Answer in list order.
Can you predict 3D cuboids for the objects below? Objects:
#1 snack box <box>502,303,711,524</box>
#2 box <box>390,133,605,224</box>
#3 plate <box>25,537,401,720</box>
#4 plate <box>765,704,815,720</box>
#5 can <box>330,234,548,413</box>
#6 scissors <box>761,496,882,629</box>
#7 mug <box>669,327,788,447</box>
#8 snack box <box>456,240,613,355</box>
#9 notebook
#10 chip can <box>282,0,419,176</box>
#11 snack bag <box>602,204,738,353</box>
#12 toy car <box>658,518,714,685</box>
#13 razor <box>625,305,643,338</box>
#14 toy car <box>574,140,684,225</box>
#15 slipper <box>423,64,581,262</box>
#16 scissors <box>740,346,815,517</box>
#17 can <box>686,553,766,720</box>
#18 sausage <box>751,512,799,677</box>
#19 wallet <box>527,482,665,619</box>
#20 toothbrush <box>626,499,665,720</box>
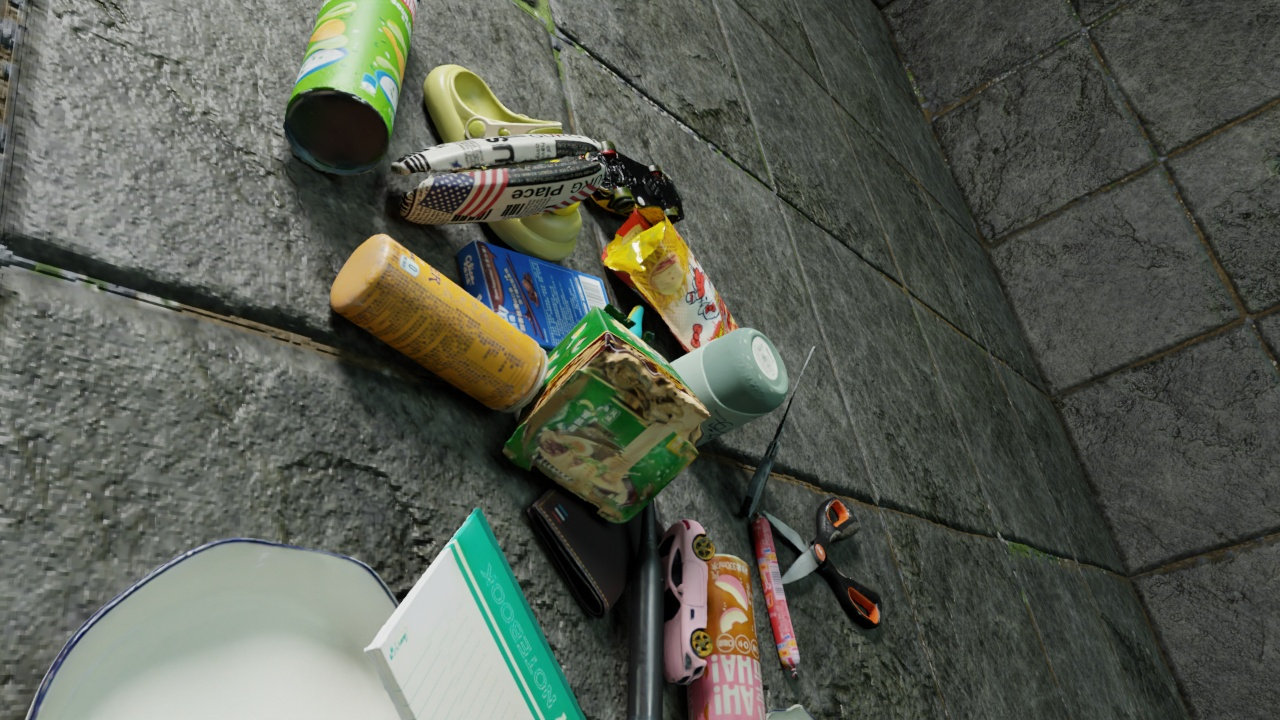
[{"bbox_3d":[-0.026,0.031,0.682,0.118,0.118,0.105,38,17,-26],"label":"snack box"},{"bbox_3d":[-0.100,-0.129,0.688,0.163,0.074,0.079,-11,101,-30],"label":"box"},{"bbox_3d":[-0.167,0.182,0.400,0.205,0.046,0.204,36,38,-36],"label":"plate"},{"bbox_3d":[0.154,0.397,0.727,0.266,0.034,0.161,51,31,-18],"label":"plate"},{"bbox_3d":[-0.131,-0.021,0.613,0.146,0.058,0.058,37,37,-36],"label":"can"},{"bbox_3d":[0.200,0.210,0.969,0.224,0.022,0.220,57,29,-8],"label":"scissors"},{"bbox_3d":[0.083,0.028,0.857,0.111,0.107,0.082,26,44,-46],"label":"mug"},{"bbox_3d":[-0.077,-0.040,0.745,0.157,0.026,0.084,12,55,-53],"label":"snack box"},{"bbox_3d":[-0.070,0.202,0.501,0.150,0.012,0.209,-60,129,-71],"label":"notebook"},{"bbox_3d":[-0.203,-0.239,0.674,0.072,0.072,0.235,35,39,-38],"label":"chip can"},{"bbox_3d":[0.047,-0.056,0.930,0.208,0.073,0.128,47,31,-38],"label":"snack bag"},{"bbox_3d":[0.029,0.179,0.688,0.037,0.056,0.122,14,58,-18],"label":"toy car"},{"bbox_3d":[-0.005,0.005,0.818,0.043,0.028,0.132,61,22,-53],"label":"razor"},{"bbox_3d":[-0.007,-0.177,0.955,0.155,0.041,0.071,6,60,-54],"label":"toy car"},{"bbox_3d":[-0.105,-0.173,0.763,0.190,0.082,0.091,57,32,-2],"label":"slipper"},{"bbox_3d":[0.131,0.074,0.874,0.171,0.014,0.159,-63,169,-15],"label":"scissors"},{"bbox_3d":[0.062,0.226,0.705,0.058,0.058,0.147,36,38,-37],"label":"can"},{"bbox_3d":[0.124,0.214,0.851,0.020,0.020,0.155,26,45,-46],"label":"sausage"},{"bbox_3d":[-0.031,0.123,0.690,0.096,0.020,0.122,59,27,-4],"label":"wallet"},{"bbox_3d":[0.007,0.161,0.669,0.026,0.027,0.212,65,24,-60],"label":"toothbrush"}]
